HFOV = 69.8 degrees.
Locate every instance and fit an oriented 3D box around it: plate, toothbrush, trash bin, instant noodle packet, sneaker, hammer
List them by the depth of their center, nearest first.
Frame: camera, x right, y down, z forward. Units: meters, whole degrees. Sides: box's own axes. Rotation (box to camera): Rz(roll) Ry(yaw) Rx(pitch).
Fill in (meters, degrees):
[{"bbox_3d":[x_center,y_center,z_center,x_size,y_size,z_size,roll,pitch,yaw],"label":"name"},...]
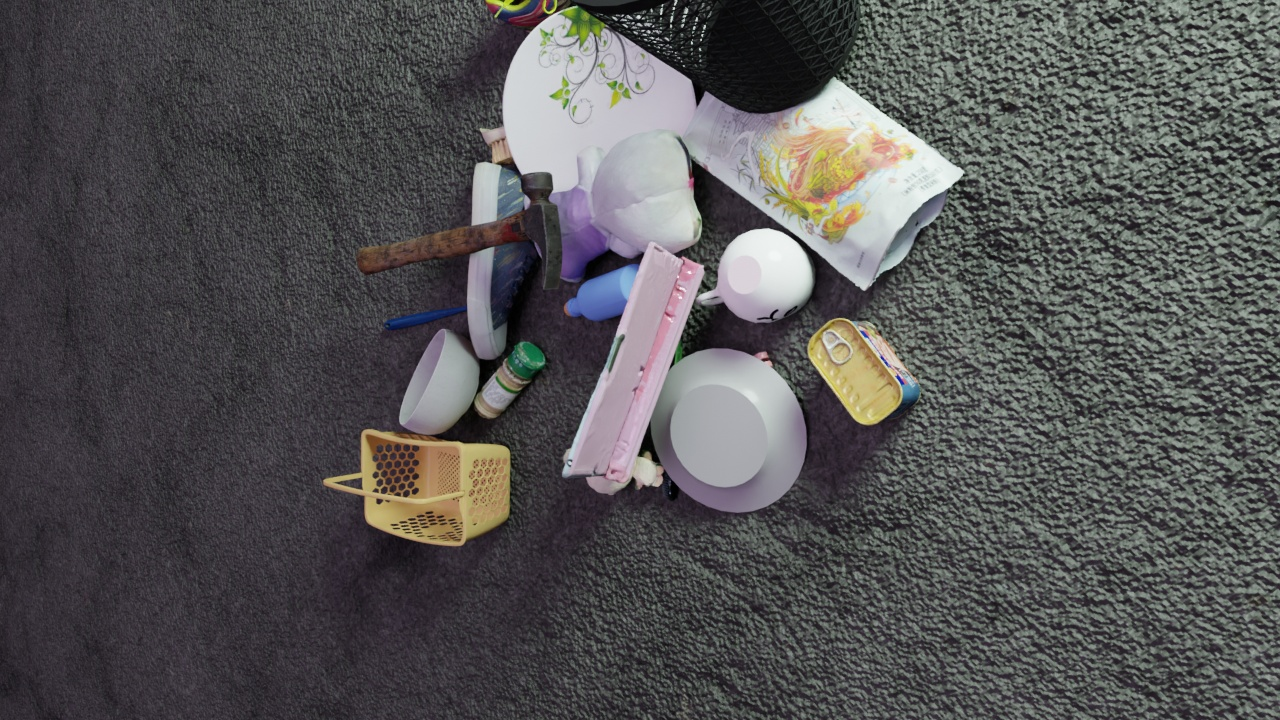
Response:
[{"bbox_3d":[0.070,-0.340,0.787,0.217,0.243,0.216,-9,73,31],"label":"trash bin"},{"bbox_3d":[0.157,-0.197,0.867,0.269,0.057,0.147,45,108,27],"label":"instant noodle packet"},{"bbox_3d":[0.082,0.075,0.933,0.173,0.019,0.173,7,104,28],"label":"plate"},{"bbox_3d":[0.036,0.058,0.990,0.017,0.014,0.188,7,96,43],"label":"toothbrush"},{"bbox_3d":[-0.071,-0.441,0.998,0.242,0.091,0.116,-26,74,33],"label":"sneaker"},{"bbox_3d":[-0.043,-0.267,1.004,0.230,0.030,0.230,8,112,20],"label":"plate"},{"bbox_3d":[-0.217,-0.124,1.044,0.331,0.033,0.120,-5,92,39],"label":"hammer"},{"bbox_3d":[-0.160,-0.113,1.087,0.079,0.087,0.236,3,106,-3],"label":"sneaker"},{"bbox_3d":[-0.273,-0.060,1.203,0.190,0.017,0.016,-9,86,36],"label":"toothbrush"}]

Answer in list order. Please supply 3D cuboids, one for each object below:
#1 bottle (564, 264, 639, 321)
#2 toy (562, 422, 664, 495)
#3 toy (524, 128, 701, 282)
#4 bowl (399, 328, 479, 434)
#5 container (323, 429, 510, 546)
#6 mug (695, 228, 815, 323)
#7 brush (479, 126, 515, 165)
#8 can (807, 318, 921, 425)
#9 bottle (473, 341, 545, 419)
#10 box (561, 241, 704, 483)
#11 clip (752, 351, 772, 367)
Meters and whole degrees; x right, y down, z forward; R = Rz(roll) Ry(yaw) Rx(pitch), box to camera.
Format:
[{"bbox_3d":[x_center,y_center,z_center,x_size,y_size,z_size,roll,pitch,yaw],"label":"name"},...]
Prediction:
[{"bbox_3d":[-0.042,-0.069,1.015,0.131,0.048,0.048,-13,84,51],"label":"bottle"},{"bbox_3d":[-0.028,0.108,1.015,0.112,0.050,0.087,18,100,0],"label":"toy"},{"bbox_3d":[-0.033,-0.161,0.972,0.210,0.085,0.138,-16,103,34],"label":"toy"},{"bbox_3d":[-0.241,0.032,1.136,0.132,0.064,0.131,-49,26,34],"label":"bowl"},{"bbox_3d":[-0.271,0.154,1.119,0.184,0.166,0.129,4,94,35],"label":"container"},{"bbox_3d":[0.106,-0.076,0.895,0.124,0.076,0.090,-21,80,34],"label":"mug"},{"bbox_3d":[-0.085,-0.325,1.040,0.077,0.062,0.273,43,112,-3],"label":"brush"},{"bbox_3d":[0.205,0.009,0.838,0.054,0.058,0.099,-44,68,28],"label":"can"},{"bbox_3d":[-0.161,0.026,1.111,0.110,0.042,0.042,-47,66,29],"label":"bottle"},{"bbox_3d":[0.002,0.008,0.900,0.055,0.180,0.233,21,94,9],"label":"box"},{"bbox_3d":[0.108,0.013,0.931,0.058,0.022,0.035,-28,72,31],"label":"clip"}]
